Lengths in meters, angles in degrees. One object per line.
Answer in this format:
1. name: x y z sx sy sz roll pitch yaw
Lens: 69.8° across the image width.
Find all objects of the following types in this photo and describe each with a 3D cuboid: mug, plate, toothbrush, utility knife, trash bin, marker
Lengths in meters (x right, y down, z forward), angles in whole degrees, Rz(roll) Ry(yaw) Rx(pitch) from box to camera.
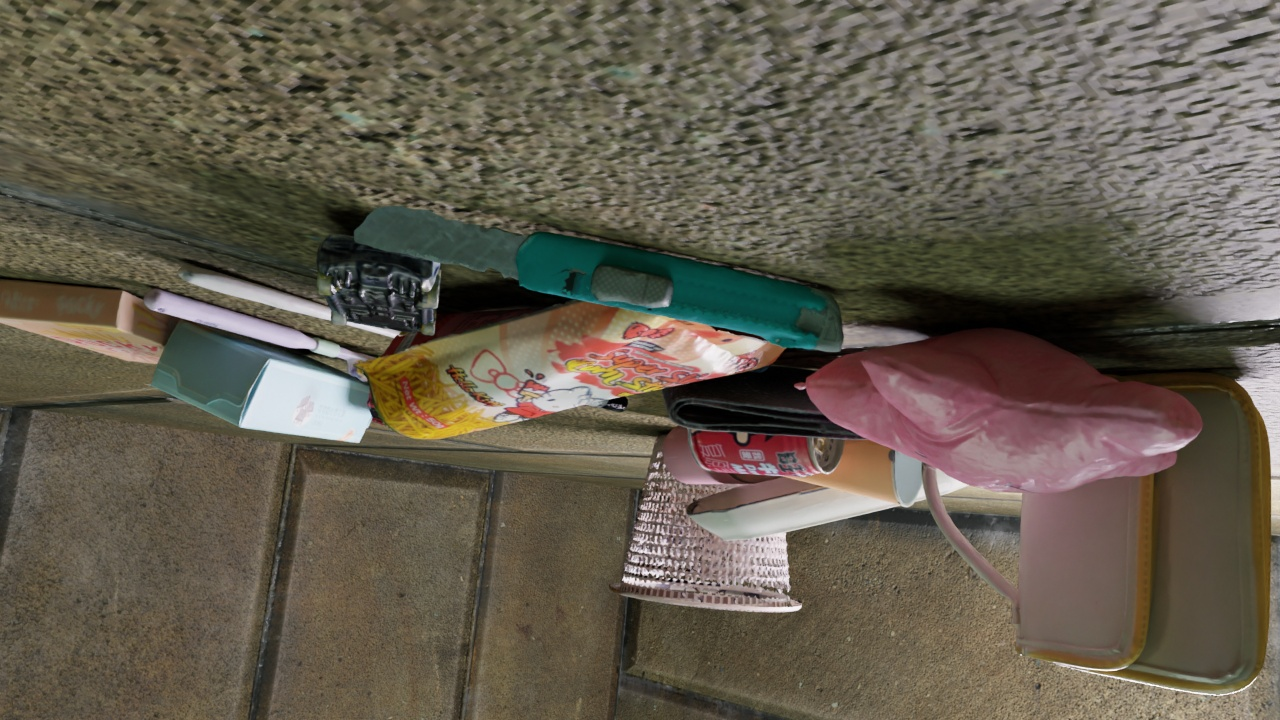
1. mug: 0.144 0.061 0.685 0.123 0.078 0.078 5 172 34
2. plate: 0.171 0.109 0.780 0.266 0.034 0.162 -15 177 6
3. toothbrush: -0.246 -0.015 0.614 0.029 0.021 0.189 -19 159 22
4. utility knife: -0.005 -0.031 0.362 0.209 0.029 0.013 10 -164 -20
5. trash bin: 0.084 0.190 1.098 0.227 0.192 0.227 5 170 1
6. toothbrush: -0.187 -0.025 0.535 0.016 0.016 0.180 -7 165 28
7. marker: -0.052 0.026 0.749 0.023 0.018 0.130 11 175 34

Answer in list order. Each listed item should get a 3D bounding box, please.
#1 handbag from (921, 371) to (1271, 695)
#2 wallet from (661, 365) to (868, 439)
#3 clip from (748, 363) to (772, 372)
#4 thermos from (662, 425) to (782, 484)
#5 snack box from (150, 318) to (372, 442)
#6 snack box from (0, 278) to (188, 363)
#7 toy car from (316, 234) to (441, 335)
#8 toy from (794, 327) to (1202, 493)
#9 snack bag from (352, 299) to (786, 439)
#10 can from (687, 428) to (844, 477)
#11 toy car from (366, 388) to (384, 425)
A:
1. handbag: 0.243 0.088 0.510 0.179 0.163 0.063 0 167 34
2. wallet: 0.071 0.019 0.539 0.121 0.019 0.097 6 -163 -5
3. clip: 0.050 -0.002 0.535 0.057 0.014 0.048 8 168 -6
4. thermos: 0.074 0.087 0.857 0.087 0.067 0.199 -19 180 -18
5. snack box: -0.265 0.020 0.673 0.074 0.051 0.175 23 176 12
6. snack box: -0.352 -0.021 0.626 0.084 0.026 0.157 5 171 2
7. toy car: -0.111 -0.033 0.398 0.049 0.031 0.106 9 169 -12
8. toy: 0.165 0.024 0.447 0.179 0.074 0.194 11 176 26
9. snack bag: -0.039 -0.003 0.480 0.208 0.073 0.128 -9 164 31
10. can: 0.088 0.047 0.641 0.094 0.066 0.066 -1 169 34
11. toy car: -0.184 0.035 0.755 0.053 0.045 0.120 16 -178 9
